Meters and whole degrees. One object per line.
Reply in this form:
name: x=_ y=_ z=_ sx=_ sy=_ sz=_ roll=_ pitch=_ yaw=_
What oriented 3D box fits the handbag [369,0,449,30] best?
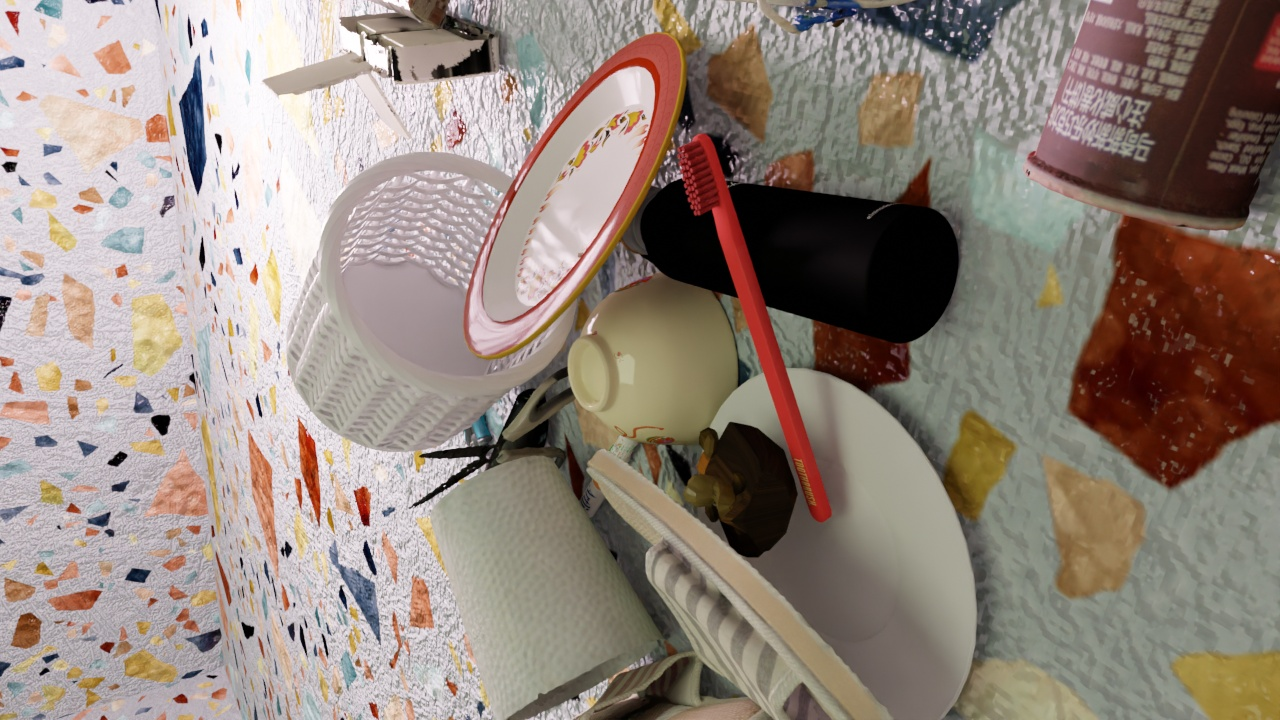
handbag: x=-0.190 y=-0.358 z=0.781 sx=0.186 sy=0.047 sz=0.124 roll=38 pitch=108 yaw=46

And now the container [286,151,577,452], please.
container: x=-0.173 y=-0.037 z=0.731 sx=0.187 sy=0.189 sz=0.189 roll=-35 pitch=70 yaw=56

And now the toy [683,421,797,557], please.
toy: x=0.050 y=0.065 z=0.513 sx=0.100 sy=0.062 sz=0.076 roll=-132 pitch=38 yaw=-67

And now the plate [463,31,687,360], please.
plate: x=-0.042 y=-0.101 z=0.578 sx=0.230 sy=0.021 sz=0.229 roll=-41 pitch=33 yaw=34

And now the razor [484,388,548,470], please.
razor: x=-0.100 y=0.092 z=0.786 sx=0.064 sy=0.052 sz=0.141 roll=23 pitch=117 yaw=14

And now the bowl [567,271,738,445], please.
bowl: x=-0.003 y=0.003 z=0.589 sx=0.118 sy=0.073 sz=0.118 roll=21 pitch=116 yaw=53

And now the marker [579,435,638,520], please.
marker: x=-0.031 y=0.097 z=0.709 sx=0.017 sy=0.017 sz=0.146 roll=60 pitch=143 yaw=27

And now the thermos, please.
thermos: x=0.055 y=-0.064 z=0.494 sx=0.231 sy=0.061 sz=0.061 roll=23 pitch=117 yaw=52

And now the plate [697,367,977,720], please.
plate: x=0.101 y=0.107 z=0.513 sx=0.209 sy=0.015 sz=0.209 roll=21 pitch=116 yaw=53

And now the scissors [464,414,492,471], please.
scissors: x=-0.167 y=0.058 z=0.905 sx=0.139 sy=0.019 sz=0.136 roll=43 pitch=135 yaw=41

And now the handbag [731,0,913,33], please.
handbag: x=0.059 y=-0.247 z=0.394 sx=0.200 sy=0.092 sz=0.201 roll=17 pitch=114 yaw=35

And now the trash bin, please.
trash bin: x=-0.078 y=0.166 z=0.684 sx=0.161 sy=0.133 sz=0.134 roll=61 pitch=143 yaw=21

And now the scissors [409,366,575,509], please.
scissors: x=-0.099 y=0.064 z=0.705 sx=0.012 sy=0.171 sz=0.157 roll=42 pitch=175 yaw=30

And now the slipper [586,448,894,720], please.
slipper: x=0.042 y=0.133 z=0.511 sx=0.273 sy=0.054 sz=0.114 roll=39 pitch=163 yaw=49

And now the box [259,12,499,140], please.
box: x=-0.224 y=-0.227 z=0.771 sx=0.143 sy=0.183 sz=0.099 roll=40 pitch=138 yaw=48

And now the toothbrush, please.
toothbrush: x=0.058 y=-0.007 z=0.454 sx=0.012 sy=0.017 sz=0.212 roll=12 pitch=127 yaw=58

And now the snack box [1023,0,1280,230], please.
snack box: x=0.177 y=-0.110 z=0.289 sx=0.072 sy=0.072 sz=0.121 roll=40 pitch=129 yaw=45

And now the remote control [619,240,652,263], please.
remote control: x=-0.022 y=-0.105 z=0.646 sx=0.140 sy=0.009 sz=0.030 roll=39 pitch=130 yaw=45

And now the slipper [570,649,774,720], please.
slipper: x=0.005 y=0.237 z=0.609 sx=0.052 sy=0.114 sz=0.264 roll=63 pitch=150 yaw=6
